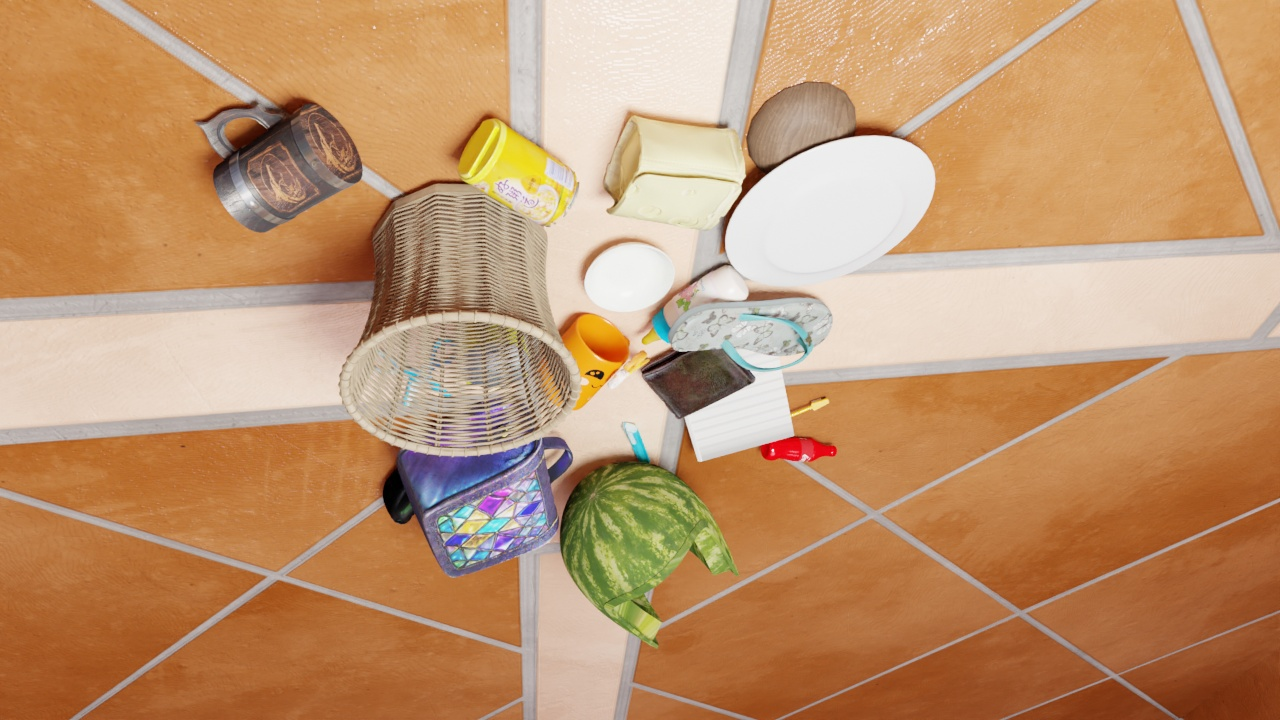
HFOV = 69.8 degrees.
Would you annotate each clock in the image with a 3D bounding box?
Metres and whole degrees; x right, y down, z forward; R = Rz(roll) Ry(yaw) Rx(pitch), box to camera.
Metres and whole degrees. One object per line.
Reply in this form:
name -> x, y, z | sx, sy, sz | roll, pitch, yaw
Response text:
clock -> -0.176, -0.002, 1.103 | 0.083, 0.057, 0.119 | -4, 139, -11

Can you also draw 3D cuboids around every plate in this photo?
plate -> 0.214, -0.154, 1.028 | 0.242, 0.016, 0.243 | -11, 148, -7
plate -> -0.014, -0.101, 1.053 | 0.104, 0.026, 0.104 | -7, 139, -6

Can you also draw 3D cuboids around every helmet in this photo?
helmet -> -0.003, 0.257, 1.307 | 0.213, 0.243, 0.247 | -40, 134, -3

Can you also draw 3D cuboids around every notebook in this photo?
notebook -> 0.126, 0.049, 1.250 | 0.142, 0.009, 0.210 | -16, 131, 3

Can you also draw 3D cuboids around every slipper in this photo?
slipper -> 0.152, -0.031, 1.106 | 0.268, 0.054, 0.098 | 2, 136, -41

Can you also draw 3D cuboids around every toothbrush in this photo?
toothbrush -> 0.179, 0.095, 1.327 | 0.197, 0.030, 0.031 | -23, 113, 9

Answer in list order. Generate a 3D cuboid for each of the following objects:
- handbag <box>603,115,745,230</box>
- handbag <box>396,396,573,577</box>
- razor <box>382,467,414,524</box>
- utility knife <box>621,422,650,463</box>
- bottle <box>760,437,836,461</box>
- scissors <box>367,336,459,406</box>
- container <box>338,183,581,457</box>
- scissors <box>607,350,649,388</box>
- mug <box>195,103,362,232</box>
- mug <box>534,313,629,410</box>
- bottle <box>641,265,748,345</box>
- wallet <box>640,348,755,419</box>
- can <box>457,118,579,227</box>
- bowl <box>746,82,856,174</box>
handbag -> 0.034, -0.184, 0.930 | 0.119, 0.081, 0.111 | 3, 150, -21
handbag -> -0.194, 0.165, 1.230 | 0.221, 0.125, 0.205 | -23, 142, -16
razor -> -0.314, 0.166, 1.275 | 0.067, 0.054, 0.152 | 9, 129, -38
utility knife -> 0.002, 0.144, 1.351 | 0.022, 0.015, 0.181 | 9, 147, 21
bottle -> 0.241, 0.134, 1.381 | 0.119, 0.036, 0.036 | 4, 137, -20
scissors -> -0.268, 0.011, 1.131 | 0.138, 0.011, 0.134 | -30, 134, 18
container -> -0.183, -0.044, 0.935 | 0.227, 0.195, 0.227 | -5, 143, -4
scissors -> -0.008, 0.009, 1.135 | 0.064, 0.013, 0.127 | -44, 175, 12
mug -> -0.335, -0.190, 0.843 | 0.107, 0.079, 0.116 | -25, 110, 16
mug -> -0.061, 0.000, 1.132 | 0.112, 0.077, 0.096 | -13, 153, -52
bottle -> 0.059, -0.058, 1.102 | 0.146, 0.051, 0.051 | -33, 136, 23
wallet -> 0.074, 0.019, 1.191 | 0.120, 0.031, 0.099 | -29, 126, 17
can -> -0.120, -0.183, 0.900 | 0.105, 0.067, 0.068 | 27, 126, -37
bowl -> 0.170, -0.228, 0.949 | 0.118, 0.030, 0.118 | -7, 139, -6
